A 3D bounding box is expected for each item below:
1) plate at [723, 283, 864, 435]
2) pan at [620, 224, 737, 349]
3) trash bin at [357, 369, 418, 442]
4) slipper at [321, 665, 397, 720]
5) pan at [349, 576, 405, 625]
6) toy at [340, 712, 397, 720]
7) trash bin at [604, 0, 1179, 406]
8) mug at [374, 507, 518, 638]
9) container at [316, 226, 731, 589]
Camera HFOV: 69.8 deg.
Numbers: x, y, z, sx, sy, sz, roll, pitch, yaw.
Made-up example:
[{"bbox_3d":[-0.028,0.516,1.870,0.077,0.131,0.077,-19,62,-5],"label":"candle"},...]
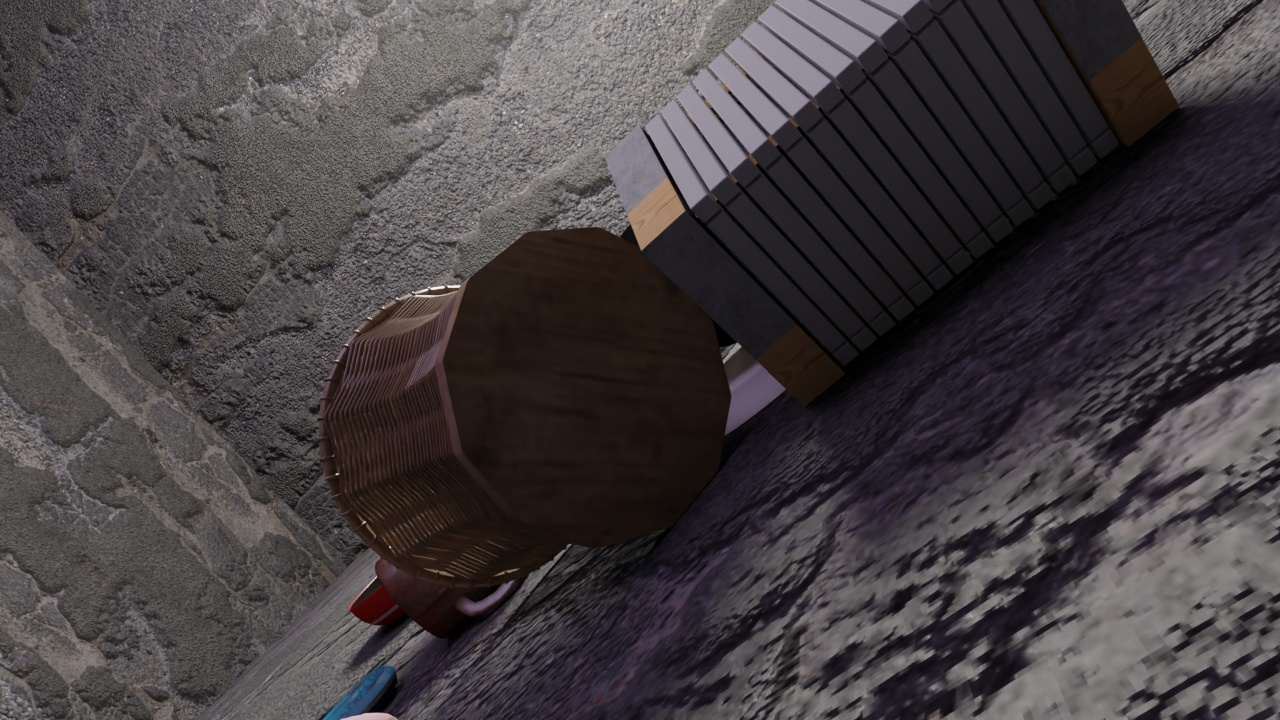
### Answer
[{"bbox_3d":[0.091,0.000,0.689,0.188,0.016,0.188,-42,5,4],"label":"plate"},{"bbox_3d":[0.118,-0.120,0.680,0.357,0.034,0.225,-42,-32,27],"label":"pan"},{"bbox_3d":[-0.159,0.057,0.914,0.114,0.229,0.114,-42,5,2],"label":"trash bin"},{"bbox_3d":[-0.311,0.338,0.702,0.294,0.060,0.118,-45,2,-27],"label":"slipper"},{"bbox_3d":[-0.214,0.194,1.113,0.357,0.067,0.208,-41,5,15],"label":"pan"},{"bbox_3d":[-0.195,0.255,0.544,0.102,0.050,0.093,-39,2,3],"label":"toy"},{"bbox_3d":[0.125,-0.128,0.523,0.247,0.142,0.142,-41,30,15],"label":"trash bin"},{"bbox_3d":[-0.147,0.172,0.758,0.110,0.096,0.123,-48,36,-4],"label":"mug"},{"bbox_3d":[-0.074,0.033,0.608,0.226,0.227,0.197,-46,13,-32],"label":"container"}]
